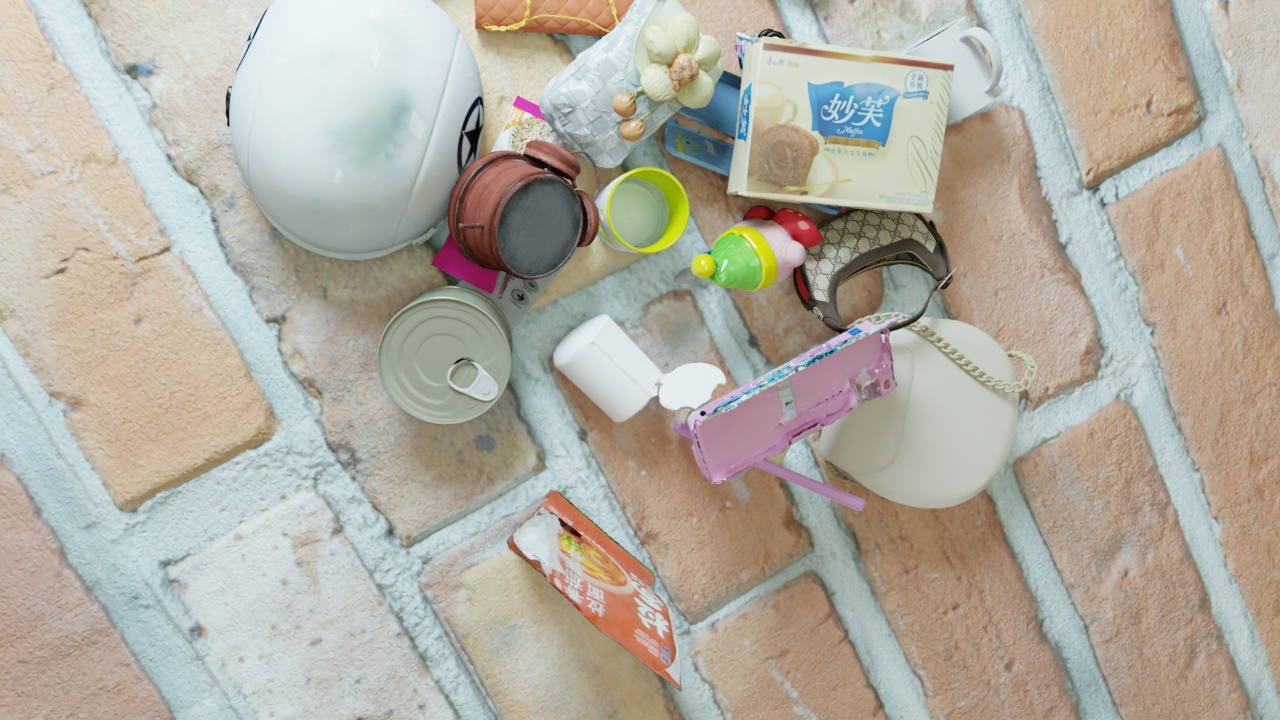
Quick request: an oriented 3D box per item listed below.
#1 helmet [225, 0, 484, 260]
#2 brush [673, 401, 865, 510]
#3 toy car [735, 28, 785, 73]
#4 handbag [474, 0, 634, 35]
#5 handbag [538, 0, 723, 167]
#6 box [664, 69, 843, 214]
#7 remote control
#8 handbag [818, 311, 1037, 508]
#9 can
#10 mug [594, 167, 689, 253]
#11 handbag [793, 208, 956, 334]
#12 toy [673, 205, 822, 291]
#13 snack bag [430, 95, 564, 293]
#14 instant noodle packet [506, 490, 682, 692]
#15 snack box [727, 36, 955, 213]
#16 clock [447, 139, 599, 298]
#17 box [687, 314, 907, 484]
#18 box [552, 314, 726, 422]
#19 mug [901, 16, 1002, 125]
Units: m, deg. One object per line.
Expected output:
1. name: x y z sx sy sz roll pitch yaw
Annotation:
1. helmet: -0.262 -0.222 0.842 0.236 0.164 0.264 22 93 -12
2. brush: 0.148 0.103 1.000 0.228 0.089 0.043 24 87 -10
3. toy car: 0.170 -0.308 0.972 0.153 0.056 0.055 17 111 -8
4. handbag: -0.078 -0.382 0.915 0.171 0.060 0.109 -1 101 -12
5. handbag: -0.007 -0.264 0.887 0.171 0.123 0.112 -42 125 6
6. box: 0.128 -0.233 0.982 0.209 0.049 0.120 18 80 -13
7. remote control: -0.127 -0.098 0.957 0.074 0.019 0.151 39 88 -13
8. handbag: 0.314 0.057 1.026 0.208 0.103 0.210 9 93 -9
9. can: -0.192 -0.007 0.916 0.128 0.073 0.128 -1 105 -5
10. mug: -0.002 -0.150 0.932 0.082 0.106 0.082 -1 97 -11
11. handbag: 0.253 -0.096 0.988 0.166 0.063 0.138 -23 71 -9
12. toy: 0.102 -0.113 0.953 0.131 0.124 0.097 -50 134 -17
13. snack bag: -0.139 -0.170 0.935 0.070 0.016 0.196 27 86 -1
14. instant noodle packet: -0.044 0.236 0.913 0.164 0.221 0.084 44 88 -14
15. snack box: 0.201 -0.233 0.926 0.207 0.055 0.153 3 101 -11
16. clock: -0.104 -0.145 0.881 0.157 0.072 0.121 -41 134 -19
17. box: 0.154 0.021 0.898 0.230 0.159 0.066 -26 58 -14
18. box: -0.003 0.008 0.941 0.136 0.144 0.083 46 44 -15
19. mug: 0.344 -0.314 0.985 0.073 0.105 0.089 -36 103 -19
